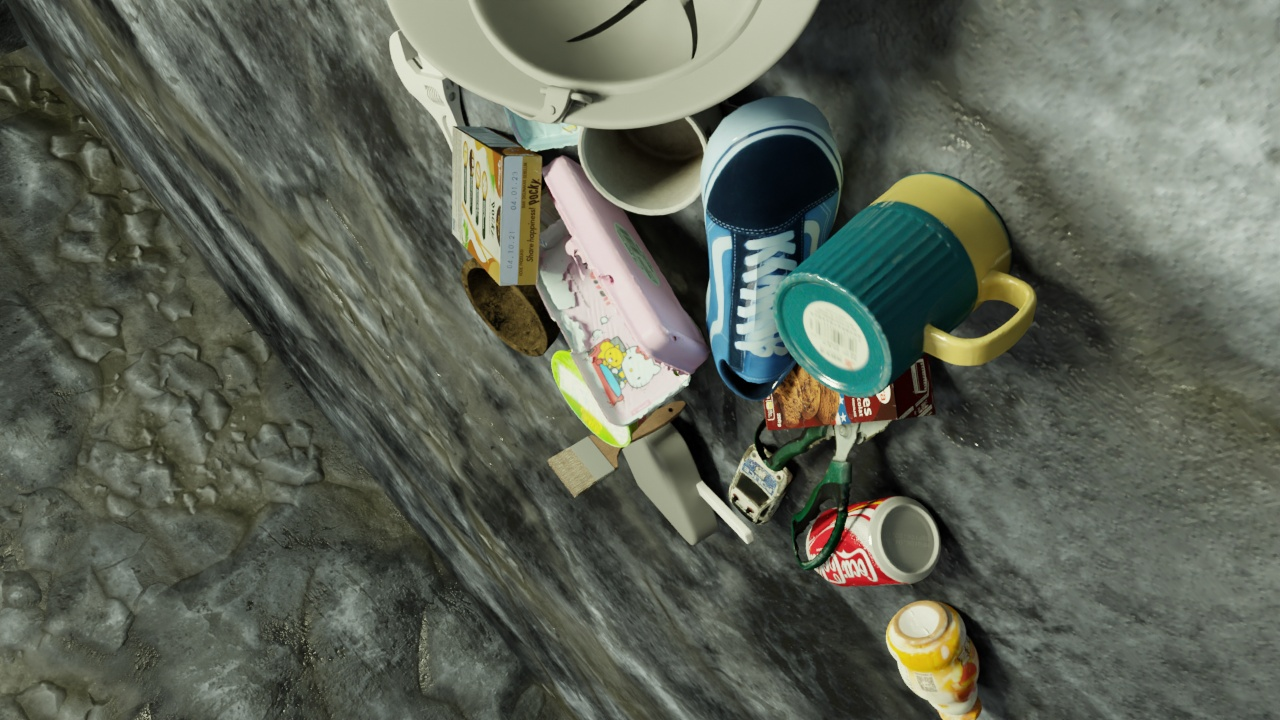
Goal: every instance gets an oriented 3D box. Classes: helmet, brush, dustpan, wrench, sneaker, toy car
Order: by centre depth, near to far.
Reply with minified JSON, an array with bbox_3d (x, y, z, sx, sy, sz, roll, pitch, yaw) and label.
[{"bbox_3d":[-0.007,-0.218,0.495,0.271,0.117,0.183,19,108,27],"label":"helmet"},{"bbox_3d":[0.083,-0.049,0.564,0.242,0.083,0.098,87,174,-61],"label":"sneaker"},{"bbox_3d":[0.104,0.115,0.827,0.048,0.040,0.113,41,152,20],"label":"toy car"},{"bbox_3d":[-0.014,0.075,0.853,0.045,0.142,0.008,49,155,27],"label":"brush"},{"bbox_3d":[-0.179,-0.200,0.921,0.087,0.018,0.273,27,146,42],"label":"wrench"},{"bbox_3d":[0.036,0.120,0.933,0.257,0.033,0.163,41,157,57],"label":"dustpan"}]

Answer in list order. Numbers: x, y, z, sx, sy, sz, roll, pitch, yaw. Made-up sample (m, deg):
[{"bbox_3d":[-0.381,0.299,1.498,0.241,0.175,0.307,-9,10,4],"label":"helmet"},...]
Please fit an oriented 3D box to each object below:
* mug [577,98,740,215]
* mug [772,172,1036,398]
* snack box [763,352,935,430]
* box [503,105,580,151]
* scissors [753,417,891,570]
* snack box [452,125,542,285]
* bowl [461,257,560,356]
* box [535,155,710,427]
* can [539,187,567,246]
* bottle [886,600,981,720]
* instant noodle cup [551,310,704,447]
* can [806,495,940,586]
[{"bbox_3d":[0.024,-0.145,0.574,0.113,0.070,0.084,-3,130,23],"label":"mug"},{"bbox_3d":[0.145,-0.035,0.488,0.114,0.107,0.083,31,146,37],"label":"mug"},{"bbox_3d":[0.137,0.018,0.631,0.141,0.031,0.051,-15,81,63],"label":"snack box"},{"bbox_3d":[-0.051,-0.239,0.616,0.150,0.048,0.214,9,135,28],"label":"box"},{"bbox_3d":[0.136,0.052,0.699,0.146,0.015,0.210,-114,31,-43],"label":"scissors"},{"bbox_3d":[-0.128,-0.138,0.788,0.186,0.031,0.101,-138,48,-59],"label":"snack box"},{"bbox_3d":[-0.122,-0.068,0.946,0.121,0.056,0.121,34,150,22],"label":"bowl"},{"bbox_3d":[-0.038,-0.052,0.705,0.087,0.103,0.201,21,-147,-52],"label":"box"},{"bbox_3d":[-0.075,-0.112,0.831,0.086,0.043,0.086,38,152,24],"label":"can"},{"bbox_3d":[0.244,0.248,0.745,0.063,0.063,0.109,9,134,56],"label":"bottle"},{"bbox_3d":[-0.005,0.005,0.787,0.099,0.107,0.099,39,152,26],"label":"instant noodle cup"},{"bbox_3d":[0.177,0.142,0.712,0.064,0.064,0.105,53,155,-1],"label":"can"}]
